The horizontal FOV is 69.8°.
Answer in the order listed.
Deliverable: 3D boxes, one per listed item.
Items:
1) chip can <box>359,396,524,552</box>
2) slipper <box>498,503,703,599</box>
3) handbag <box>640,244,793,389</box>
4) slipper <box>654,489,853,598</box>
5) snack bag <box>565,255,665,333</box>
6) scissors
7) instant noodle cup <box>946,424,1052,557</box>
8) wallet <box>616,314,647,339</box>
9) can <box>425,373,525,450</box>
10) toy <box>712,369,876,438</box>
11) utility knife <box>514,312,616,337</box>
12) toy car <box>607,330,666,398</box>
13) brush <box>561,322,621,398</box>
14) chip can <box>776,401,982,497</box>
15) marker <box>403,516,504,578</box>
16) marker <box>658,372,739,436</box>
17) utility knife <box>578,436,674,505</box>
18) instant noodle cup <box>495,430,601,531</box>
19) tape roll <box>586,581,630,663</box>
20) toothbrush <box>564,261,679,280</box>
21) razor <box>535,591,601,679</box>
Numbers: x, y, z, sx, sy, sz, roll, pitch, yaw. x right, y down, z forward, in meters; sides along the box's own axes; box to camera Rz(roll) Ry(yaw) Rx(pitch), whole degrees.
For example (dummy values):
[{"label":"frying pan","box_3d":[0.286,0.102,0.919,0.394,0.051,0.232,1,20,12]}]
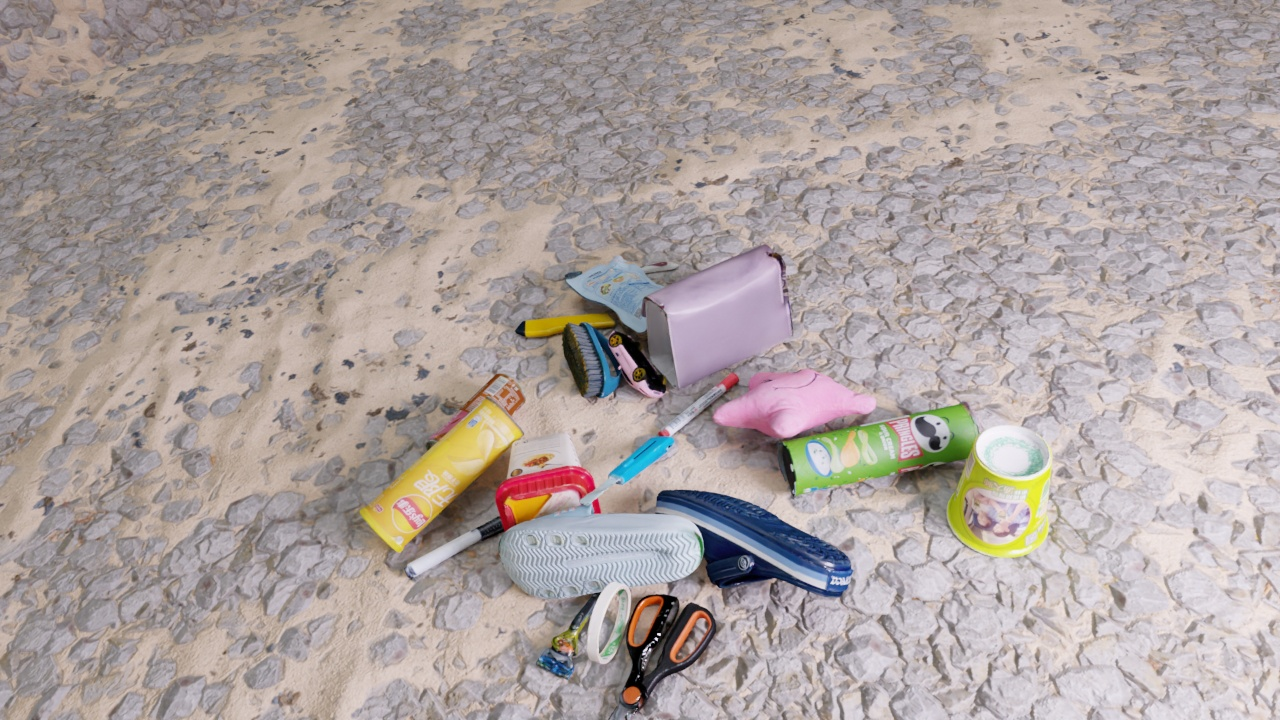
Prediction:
[{"label":"chip can","box_3d":[-0.246,0.140,1.144,0.213,0.072,0.072,-44,52,-15]},{"label":"slipper","box_3d":[-0.047,0.205,1.033,0.246,0.104,0.074,-9,30,18]},{"label":"handbag","box_3d":[0.106,-0.066,1.278,0.196,0.145,0.098,-25,48,-17]},{"label":"slipper","box_3d":[0.121,0.214,1.027,0.253,0.105,0.095,17,90,43]},{"label":"snack bag","box_3d":[-0.017,-0.103,1.384,0.110,0.039,0.191,-37,47,-22]},{"label":"scissors","box_3d":[-0.013,0.341,0.968,0.234,0.022,0.152,-36,42,-20]},{"label":"instant noodle cup","box_3d":[0.408,0.139,1.025,0.112,0.124,0.111,-5,43,4]},{"label":"wallet","box_3d":[0.006,-0.076,1.397,0.087,0.024,0.115,-21,45,-19]},{"label":"can","box_3d":[-0.221,0.082,1.243,0.058,0.058,0.147,22,52,29]},{"label":"toy","box_3d":[0.183,0.053,1.185,0.194,0.075,0.178,-13,19,-22]},{"label":"utility knife","box_3d":[-0.113,-0.053,1.396,0.156,0.015,0.033,-5,50,3]},{"label":"toy car","box_3d":[-0.008,0.007,1.285,0.037,0.056,0.122,-48,53,18]},{"label":"brush","box_3d":[-0.065,-0.002,1.310,0.073,0.055,0.143,0,39,-22]},{"label":"chip can","box_3d":[0.290,0.108,1.118,0.236,0.072,0.072,-12,43,-1]},{"label":"marker","box_3d":[-0.226,0.229,1.120,0.130,0.018,0.022,-28,56,-19]},{"label":"marker","box_3d":[0.079,0.062,1.242,0.145,0.017,0.017,-37,50,-26]},{"label":"utility knife","box_3d":[-0.017,0.133,1.110,0.034,0.018,0.224,2,15,25]},{"label":"instant noodle cup","box_3d":[-0.112,0.157,1.116,0.116,0.116,0.124,-12,31,-2]},{"label":"tape roll","box_3d":[-0.034,0.281,0.982,0.014,0.086,0.085,11,47,21]},{"label":"toothbrush","box_3d":[-0.030,-0.146,1.477,0.187,0.017,0.016,-8,44,3]},{"label":"razor","box_3d":[-0.062,0.287,1.028,0.043,0.022,0.142,19,50,25]}]
